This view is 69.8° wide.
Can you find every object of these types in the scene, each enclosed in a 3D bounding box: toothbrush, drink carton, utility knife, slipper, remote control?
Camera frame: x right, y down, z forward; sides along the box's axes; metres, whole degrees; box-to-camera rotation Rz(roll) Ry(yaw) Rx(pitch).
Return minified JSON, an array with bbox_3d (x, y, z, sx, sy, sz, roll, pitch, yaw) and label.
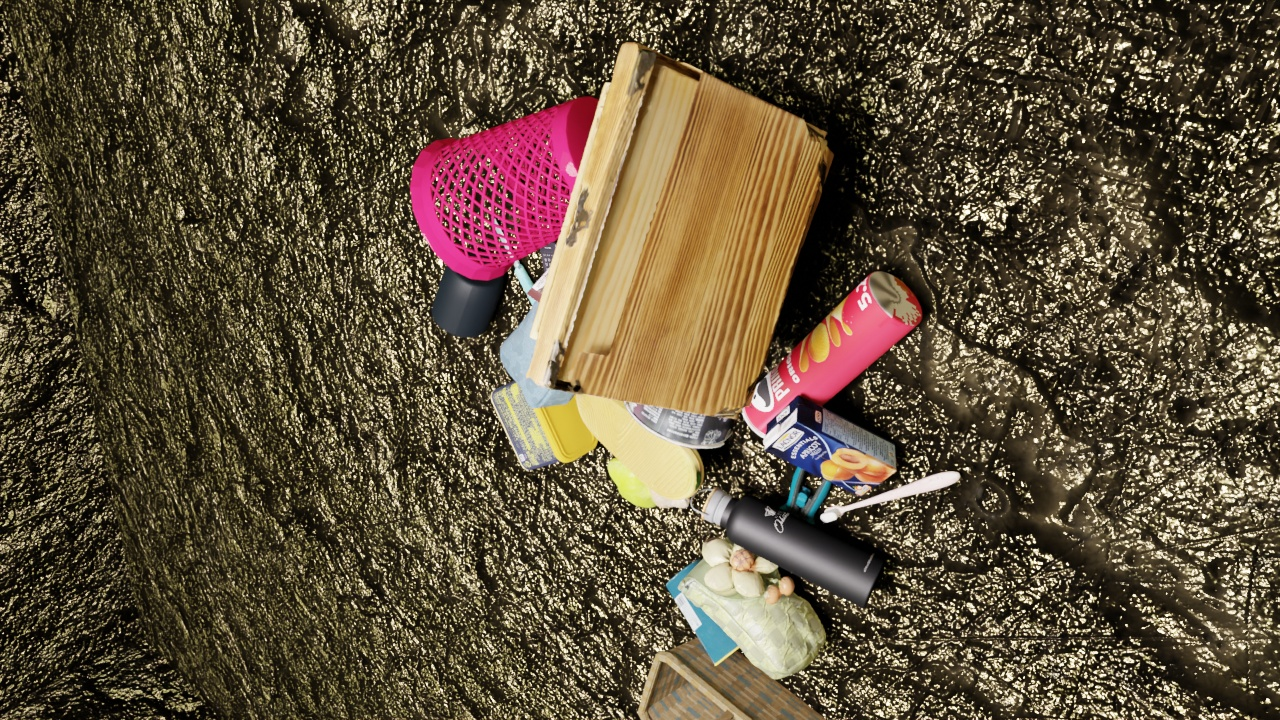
[{"bbox_3d":[0.270,0.150,1.005,0.182,0.018,0.015,-29,89,44],"label":"toothbrush"},{"bbox_3d":[0.201,0.091,0.975,0.130,0.040,0.064,26,133,-14],"label":"drink carton"},{"bbox_3d":[-0.163,-0.116,1.264,0.022,0.015,0.179,-28,91,44],"label":"utility knife"},{"bbox_3d":[0.010,0.089,1.169,0.263,0.078,0.100,34,130,47],"label":"slipper"},{"bbox_3d":[-0.109,-0.094,1.228,0.032,0.015,0.136,9,117,39],"label":"remote control"}]

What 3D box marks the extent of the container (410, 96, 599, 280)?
[{"bbox_3d":[-0.129,-0.212,1.093,0.226,0.182,0.183,-14,100,36],"label":"container"}]

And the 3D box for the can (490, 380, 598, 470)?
[{"bbox_3d":[-0.138,0.081,1.294,0.105,0.075,0.135,-21,95,47],"label":"can"}]

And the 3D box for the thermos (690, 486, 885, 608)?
[{"bbox_3d":[0.164,0.207,1.067,0.231,0.061,0.061,24,124,20],"label":"thermos"}]

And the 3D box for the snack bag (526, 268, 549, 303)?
[{"bbox_3d":[-0.069,-0.127,1.104,0.057,0.157,0.013,36,172,26],"label":"snack bag"}]

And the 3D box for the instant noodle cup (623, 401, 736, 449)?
[{"bbox_3d":[0.062,0.018,1.049,0.137,0.137,0.112,35,122,25],"label":"instant noodle cup"}]

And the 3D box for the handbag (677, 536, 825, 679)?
[{"bbox_3d":[0.145,0.286,1.108,0.186,0.113,0.117,43,146,16],"label":"handbag"}]

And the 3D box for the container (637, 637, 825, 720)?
[{"bbox_3d":[0.103,0.498,1.193,0.250,0.185,0.158,32,127,27],"label":"container"}]

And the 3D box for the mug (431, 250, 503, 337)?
[{"bbox_3d":[-0.248,-0.108,1.307,0.095,0.085,0.121,-60,38,39],"label":"mug"}]

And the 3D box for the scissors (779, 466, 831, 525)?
[{"bbox_3d":[0.187,0.166,1.082,0.128,0.019,0.140,-17,104,40],"label":"scissors"}]

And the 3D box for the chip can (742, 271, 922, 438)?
[{"bbox_3d":[0.195,0.000,0.965,0.069,0.069,0.221,51,133,11],"label":"chip can"}]

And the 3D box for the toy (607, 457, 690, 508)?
[{"bbox_3d":[0.012,0.166,1.212,0.115,0.046,0.092,12,143,33],"label":"toy"}]

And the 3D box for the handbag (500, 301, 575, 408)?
[{"bbox_3d":[-0.088,-0.030,1.170,0.121,0.118,0.192,54,129,26],"label":"handbag"}]

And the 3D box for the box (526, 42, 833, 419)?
[{"bbox_3d":[0.026,-0.105,0.829,0.282,0.314,0.279,20,96,19],"label":"box"}]

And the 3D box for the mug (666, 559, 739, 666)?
[{"bbox_3d":[0.092,0.328,1.207,0.121,0.078,0.078,51,134,17],"label":"mug"}]
